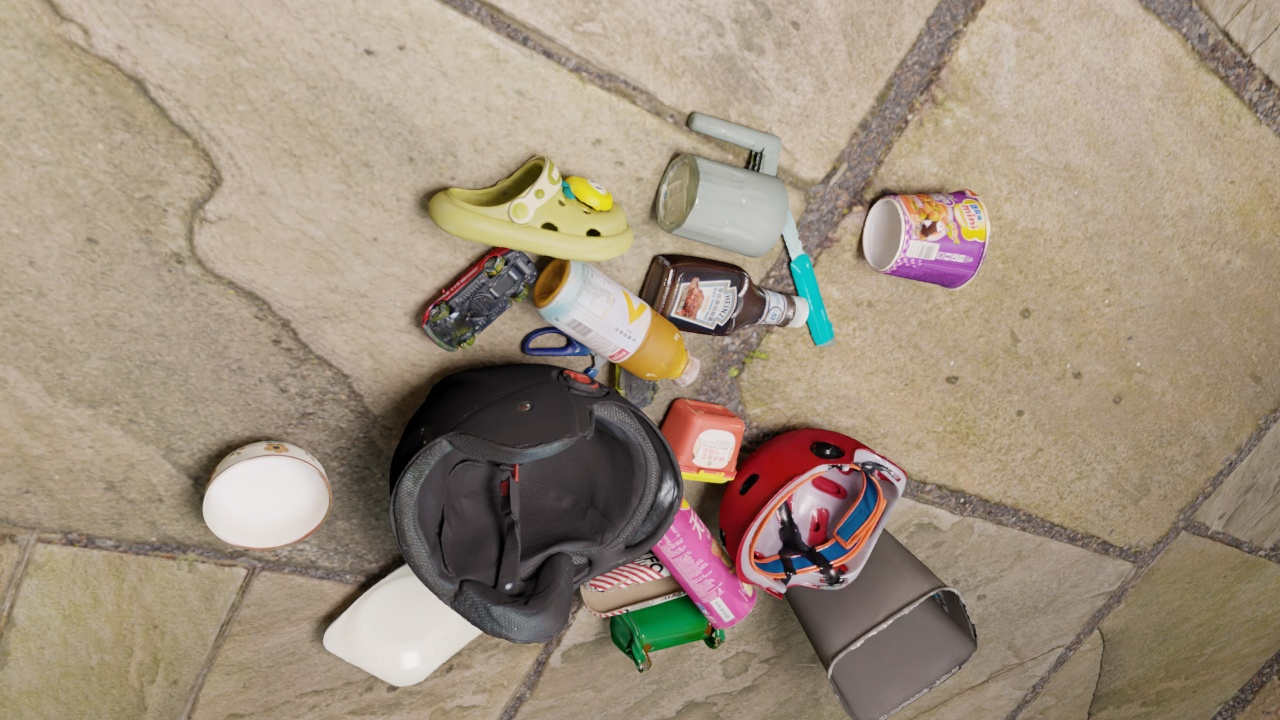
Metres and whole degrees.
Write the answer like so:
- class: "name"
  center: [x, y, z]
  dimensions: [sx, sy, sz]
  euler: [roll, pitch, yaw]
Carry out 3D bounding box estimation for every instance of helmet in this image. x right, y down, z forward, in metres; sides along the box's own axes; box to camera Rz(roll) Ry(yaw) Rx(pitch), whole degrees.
- class: "helmet"
  center: [-0.106, 0.114, 0.888]
  dimensions: [0.274, 0.230, 0.234]
  euler: [-3, 118, -22]
- class: "helmet"
  center: [0.184, 0.170, 1.115]
  dimensions: [0.239, 0.144, 0.207]
  euler: [3, 117, -32]

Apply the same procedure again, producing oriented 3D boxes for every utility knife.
- class: "utility knife"
  center: [0.186, -0.090, 1.030]
  dimensions: [0.029, 0.013, 0.221]
  euler: [-30, 131, -3]

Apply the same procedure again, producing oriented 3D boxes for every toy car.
- class: "toy car"
  center: [-0.153, -0.060, 0.869]
  dimensions: [0.120, 0.045, 0.053]
  euler: [-42, 128, -2]
- class: "toy car"
  center: [-0.006, 0.006, 0.978]
  dimensions: [0.048, 0.032, 0.105]
  euler: [-13, 123, -24]

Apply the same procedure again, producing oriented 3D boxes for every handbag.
- class: "handbag"
  center: [0.030, 0.336, 1.173]
  dimensions: [0.131, 0.120, 0.068]
  euler: [-7, 118, -19]

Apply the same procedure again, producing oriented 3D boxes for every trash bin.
- class: "trash bin"
  center: [0.295, 0.321, 1.223]
  dimensions: [0.198, 0.219, 0.199]
  euler: [-32, 129, -2]

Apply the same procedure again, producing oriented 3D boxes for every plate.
- class: "plate"
  center: [-0.264, 0.297, 1.062]
  dimensions: [0.164, 0.034, 0.163]
  euler: [-39, 129, 3]

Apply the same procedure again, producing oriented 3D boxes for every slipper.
- class: "slipper"
  center: [-0.091, -0.139, 0.820]
  dimensions: [0.190, 0.091, 0.082]
  euler: [4, 117, -23]

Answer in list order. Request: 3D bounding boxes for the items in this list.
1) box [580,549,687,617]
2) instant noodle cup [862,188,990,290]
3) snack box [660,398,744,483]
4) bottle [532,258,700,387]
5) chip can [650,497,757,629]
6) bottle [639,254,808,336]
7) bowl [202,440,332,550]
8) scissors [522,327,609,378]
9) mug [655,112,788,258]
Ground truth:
- class: "box"
  center: [0.002, 0.277, 1.156]
  dimensions: [0.163, 0.075, 0.081]
  euler: [-13, 114, -21]
- class: "instant noodle cup"
  center: [0.305, -0.135, 1.003]
  dimensions: [0.099, 0.111, 0.112]
  euler: [2, 120, -16]
- class: "snack box"
  center: [0.070, 0.092, 1.056]
  dimensions: [0.091, 0.082, 0.080]
  euler: [11, 106, -31]
- class: "bottle"
  center: [-0.017, -0.031, 0.894]
  dimensions: [0.189, 0.068, 0.068]
  euler: [33, 104, -33]
- class: "chip can"
  center: [0.053, 0.221, 1.089]
  dimensions: [0.071, 0.071, 0.210]
  euler: [-36, 106, 1]
- class: "bottle"
  center: [0.095, -0.064, 0.985]
  dimensions: [0.194, 0.044, 0.080]
  euler: [7, 113, -30]
- class: "bowl"
  center: [-0.359, 0.121, 0.883]
  dimensions: [0.113, 0.062, 0.114]
  euler: [-12, 124, -19]
- class: "scissors"
  center: [-0.053, 0.000, 0.978]
  dimensions: [0.162, 0.012, 0.176]
  euler: [24, 107, -36]
- class: "mug"
  center: [0.082, -0.171, 0.894]
  dimensions: [0.103, 0.084, 0.124]
  euler: [9, 90, -29]
